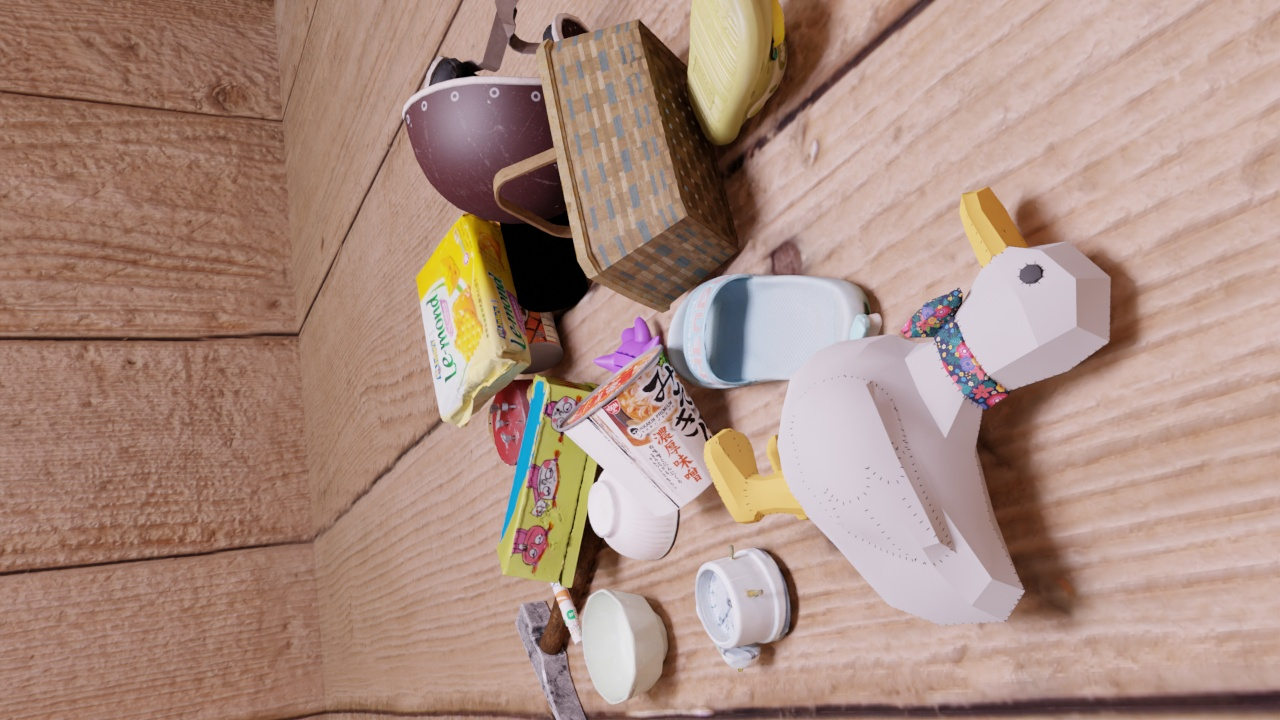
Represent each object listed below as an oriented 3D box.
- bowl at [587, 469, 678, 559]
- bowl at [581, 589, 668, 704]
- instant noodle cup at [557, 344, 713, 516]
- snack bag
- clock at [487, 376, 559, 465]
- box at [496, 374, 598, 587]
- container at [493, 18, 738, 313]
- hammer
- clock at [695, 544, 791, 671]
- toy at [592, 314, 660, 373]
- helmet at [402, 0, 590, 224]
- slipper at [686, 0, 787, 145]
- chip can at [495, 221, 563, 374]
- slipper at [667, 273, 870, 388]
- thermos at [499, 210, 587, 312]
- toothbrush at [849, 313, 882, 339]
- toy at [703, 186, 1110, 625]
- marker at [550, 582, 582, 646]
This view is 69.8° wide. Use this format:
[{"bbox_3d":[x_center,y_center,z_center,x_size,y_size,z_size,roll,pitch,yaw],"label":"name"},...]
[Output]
[{"bbox_3d":[-0.016,0.155,0.976,0.118,0.062,0.118,2,92,60],"label":"bowl"},{"bbox_3d":[-0.010,0.298,0.971,0.118,0.061,0.117,4,95,59],"label":"bowl"},{"bbox_3d":[0.009,0.071,0.852,0.122,0.123,0.124,51,147,-6],"label":"instant noodle cup"},{"bbox_3d":[-0.209,-0.058,1.147,0.160,0.068,0.247,-42,55,44],"label":"snack bag"},{"bbox_3d":[-0.142,0.078,1.171,0.159,0.081,0.117,-9,83,60],"label":"clock"},{"bbox_3d":[-0.099,0.130,1.043,0.124,0.082,0.221,-167,91,-76],"label":"box"},{"bbox_3d":[-0.035,-0.172,0.867,0.187,0.157,0.249,-22,69,26],"label":"container"},{"bbox_3d":[-0.068,0.296,1.096,0.217,0.037,0.301,54,134,45],"label":"hammer"},{"bbox_3d":[0.086,0.220,0.809,0.083,0.057,0.118,54,142,45],"label":"clock"},{"bbox_3d":[-0.005,0.006,0.959,0.088,0.055,0.106,14,101,55],"label":"toy"},{"bbox_3d":[-0.136,-0.281,1.007,0.234,0.233,0.253,-5,72,33],"label":"helmet"},{"bbox_3d":[0.088,-0.252,0.776,0.191,0.081,0.091,101,149,-73],"label":"slipper"},{"bbox_3d":[-0.162,-0.092,1.209,0.075,0.075,0.214,-51,48,48],"label":"chip can"},{"bbox_3d":[0.091,-0.026,0.776,0.246,0.074,0.104,-1,89,59],"label":"slipper"},{"bbox_3d":[-0.130,-0.166,1.140,0.086,0.086,0.198,-49,50,49],"label":"thermos"},{"bbox_3d":[0.149,0.033,0.702,0.181,0.016,0.016,101,151,-44],"label":"toothbrush"},{"bbox_3d":[0.176,0.041,0.580,0.268,0.140,0.246,-29,66,38],"label":"toy"},{"bbox_3d":[-0.095,0.273,1.090,0.145,0.017,0.017,61,140,40],"label":"marker"}]
